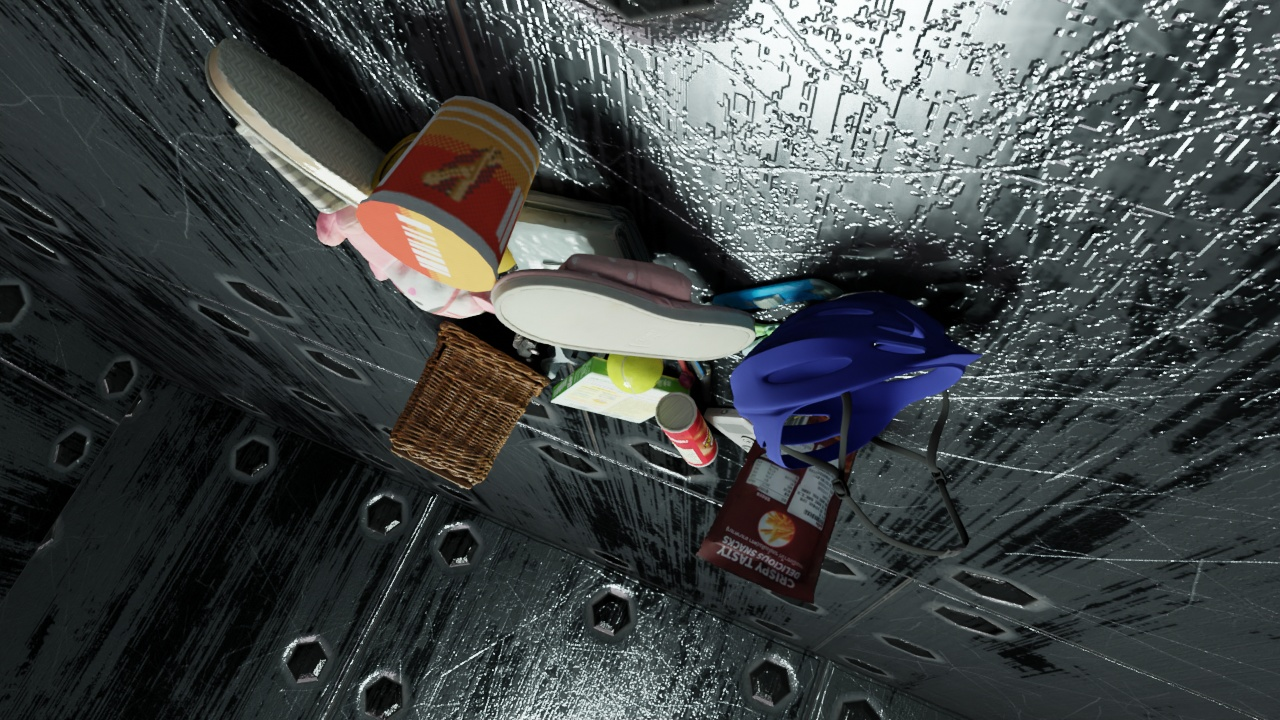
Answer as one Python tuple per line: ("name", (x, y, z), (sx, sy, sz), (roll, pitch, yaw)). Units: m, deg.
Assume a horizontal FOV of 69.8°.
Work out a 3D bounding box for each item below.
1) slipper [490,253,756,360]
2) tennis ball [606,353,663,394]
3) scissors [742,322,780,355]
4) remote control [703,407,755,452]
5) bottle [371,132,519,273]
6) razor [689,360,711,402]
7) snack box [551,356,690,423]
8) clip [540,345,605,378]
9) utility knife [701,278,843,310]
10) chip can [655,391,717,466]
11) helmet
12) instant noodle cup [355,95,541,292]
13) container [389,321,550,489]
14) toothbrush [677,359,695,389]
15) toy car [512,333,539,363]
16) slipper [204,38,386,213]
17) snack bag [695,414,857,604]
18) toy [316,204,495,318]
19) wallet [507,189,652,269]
("slipper", (-0.009, -0.049, 0.824), (0.274, 0.054, 0.114), (11, 151, -37))
("tennis ball", (-0.006, 0.006, 1.062), (0.065, 0.065, 0.065), (22, 160, 8))
("scissors", (0.127, -0.033, 0.887), (0.093, 0.032, 0.175), (31, 155, -12))
("remote control", (0.154, 0.106, 1.199), (0.151, 0.019, 0.074), (38, 156, -33))
("bottle", (-0.172, -0.137, 0.882), (0.071, 0.071, 0.164), (4, 152, 45))
("razor", (0.074, 0.021, 1.077), (0.042, 0.022, 0.144), (63, 178, 21))
("snack box", (-0.029, 0.041, 1.182), (0.132, 0.027, 0.168), (15, 161, -18))
("clip", (-0.072, 0.008, 1.204), (0.115, 0.028, 0.163), (24, 161, -2))
("utility knife", (0.110, -0.056, 0.846), (0.031, 0.015, 0.186), (38, 158, -26))
("chip can", (0.062, 0.092, 1.178), (0.052, 0.051, 0.215), (19, 168, 16))
("helmet", (0.179, 0.060, 0.763), (0.147, 0.227, 0.242), (0, 160, -38))
("instant noodle cup", (-0.151, -0.143, 0.768), (0.123, 0.121, 0.123), (22, 160, 8))
("container", (-0.245, 0.072, 1.283), (0.162, 0.183, 0.250), (29, 171, -6))
("toothbrush", (0.037, -0.013, 1.034), (0.016, 0.016, 0.190), (20, 160, 23))
("toy car", (-0.141, -0.027, 1.169), (0.037, 0.040, 0.092), (28, 162, -8))
("slipper", (-0.285, -0.185, 0.853), (0.054, 0.114, 0.272), (-34, 136, 17))
("snack bag", (0.164, 0.151, 1.022), (0.139, 0.207, 0.067), (26, 161, -6))
("toy", (-0.247, -0.113, 1.012), (0.213, 0.084, 0.142), (37, 161, -26))
("wallet", (-0.059, -0.110, 0.858), (0.132, 0.054, 0.100), (10, 157, 24))
